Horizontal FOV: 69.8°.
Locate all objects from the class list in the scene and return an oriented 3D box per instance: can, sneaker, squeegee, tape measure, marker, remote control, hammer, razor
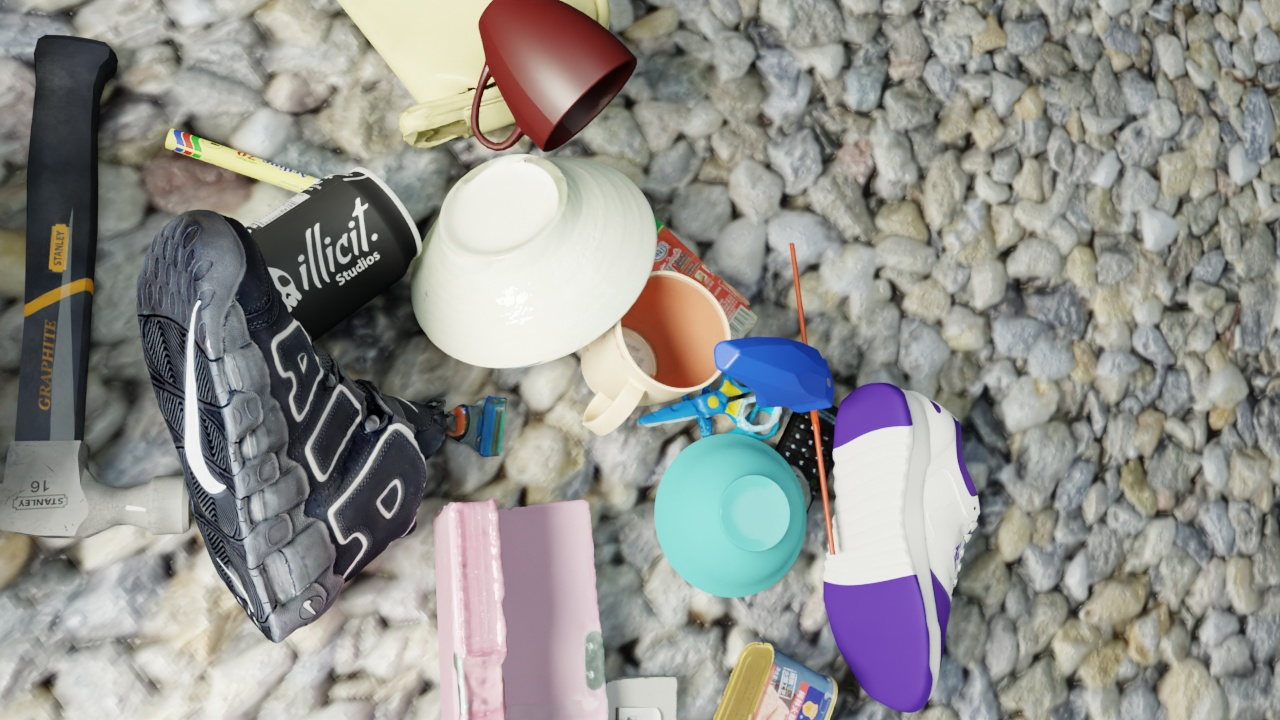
[{"bbox_3d":[-0.217,-0.054,0.579,0.145,0.080,0.080,-42,95,-25],"label":"can"},{"bbox_3d":[-0.180,0.028,0.527,0.150,0.097,0.253,-26,126,-40],"label":"sneaker"},{"bbox_3d":[0.102,0.010,0.644,0.184,0.055,0.249,16,66,-56],"label":"squeegee"},{"bbox_3d":[0.090,0.257,0.649,0.059,0.054,0.099,32,66,-12],"label":"can"},{"bbox_3d":[-0.003,0.248,0.629,0.062,0.020,0.060,7,74,-22],"label":"tape measure"},{"bbox_3d":[-0.249,-0.126,0.621,0.132,0.014,0.014,18,71,-18],"label":"marker"},{"bbox_3d":[0.118,0.093,0.721,0.045,0.021,0.140,31,72,-10],"label":"remote control"},{"bbox_3d":[-0.342,-0.050,0.553,0.139,0.035,0.312,1,76,-21],"label":"hammer"},{"bbox_3d":[0.214,0.142,0.720,0.111,0.092,0.244,6,82,-38],"label":"sneaker"},{"bbox_3d":[-0.161,0.038,0.615,0.140,0.018,0.044,6,99,-19],"label":"razor"}]

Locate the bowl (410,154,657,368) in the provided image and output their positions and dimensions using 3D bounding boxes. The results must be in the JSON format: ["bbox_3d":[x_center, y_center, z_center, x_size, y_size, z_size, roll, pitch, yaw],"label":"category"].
[{"bbox_3d":[-0.081,-0.084,0.604,0.177,0.058,0.176,-8,58,12],"label":"bowl"}]

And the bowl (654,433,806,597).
[{"bbox_3d":[0.075,0.112,0.668,0.121,0.046,0.121,3,79,-15],"label":"bowl"}]

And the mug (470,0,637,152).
[{"bbox_3d":[-0.073,-0.192,0.609,0.114,0.087,0.088,-43,93,9],"label":"mug"}]

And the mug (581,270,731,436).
[{"bbox_3d":[-0.004,0.004,0.644,0.085,0.104,0.111,35,67,-11],"label":"mug"}]

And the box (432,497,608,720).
[{"bbox_3d":[-0.065,0.202,0.575,0.112,0.099,0.232,-2,76,-19],"label":"box"}]

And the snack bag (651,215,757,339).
[{"bbox_3d":[0.023,-0.071,0.706,0.155,0.044,0.087,44,40,-9],"label":"snack bag"}]

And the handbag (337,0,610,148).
[{"bbox_3d":[-0.143,-0.274,0.664,0.190,0.089,0.233,-42,96,-23],"label":"handbag"}]

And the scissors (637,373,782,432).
[{"bbox_3d":[0.054,0.032,0.697,0.126,0.023,0.061,-13,86,-21],"label":"scissors"}]

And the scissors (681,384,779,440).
[{"bbox_3d":[0.049,0.059,0.706,0.130,0.014,0.115,-45,100,-21],"label":"scissors"}]
